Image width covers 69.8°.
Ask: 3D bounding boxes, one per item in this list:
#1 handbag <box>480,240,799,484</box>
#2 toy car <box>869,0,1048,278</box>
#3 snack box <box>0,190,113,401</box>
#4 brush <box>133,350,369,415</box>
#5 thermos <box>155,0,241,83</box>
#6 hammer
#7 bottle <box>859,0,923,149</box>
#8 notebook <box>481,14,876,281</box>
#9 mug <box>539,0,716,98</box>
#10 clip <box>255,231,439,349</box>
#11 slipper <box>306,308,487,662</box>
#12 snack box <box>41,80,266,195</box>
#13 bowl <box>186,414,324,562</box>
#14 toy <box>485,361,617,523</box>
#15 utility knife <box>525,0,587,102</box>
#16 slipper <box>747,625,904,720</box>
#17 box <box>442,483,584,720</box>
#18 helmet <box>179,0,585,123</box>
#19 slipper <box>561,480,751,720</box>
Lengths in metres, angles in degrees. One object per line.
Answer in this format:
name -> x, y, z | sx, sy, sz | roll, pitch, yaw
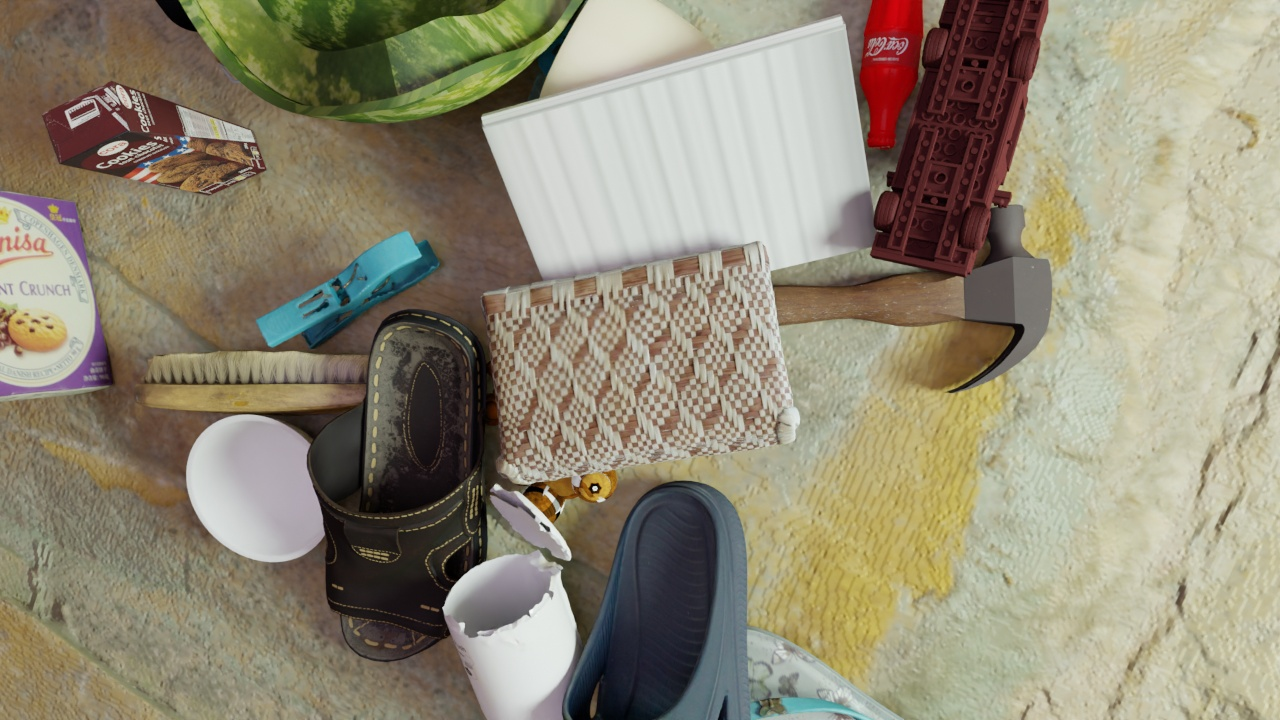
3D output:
handbag -> -0.003, 0.003, 0.563 | 0.186, 0.047, 0.124 | -9, 80, 8
toy car -> 0.191, -0.133, 0.549 | 0.070, 0.061, 0.170 | 16, 90, 25
snack box -> -0.449, -0.045, 0.635 | 0.041, 0.143, 0.148 | -11, 91, 12
brush -> -0.263, 0.016, 0.648 | 0.195, 0.059, 0.043 | -1, 83, 7
thermos -> -0.332, -0.294, 0.644 | 0.061, 0.061, 0.231 | -38, 86, 9
hammer -> 0.094, -0.034, 0.598 | 0.323, 0.033, 0.115 | -2, 89, 11
bottle -> 0.157, -0.193, 0.575 | 0.036, 0.036, 0.119 | 6, 94, 9
notebook -> 0.027, -0.107, 0.550 | 0.210, 0.009, 0.143 | -12, 124, 10
mug -> -0.004, -0.160, 0.575 | 0.100, 0.096, 0.120 | 31, 97, -4
clip -> -0.196, -0.047, 0.650 | 0.127, 0.113, 0.028 | -32, 87, 16
slipper -> -0.159, 0.097, 0.606 | 0.113, 0.075, 0.268 | 15, 111, 6
snack box -> -0.314, -0.143, 0.608 | 0.051, 0.140, 0.032 | -20, 89, 10
bowl -> -0.263, 0.085, 0.658 | 0.110, 0.040, 0.110 | 2, 105, 9
toy -> -0.065, 0.046, 0.613 | 0.087, 0.067, 0.112 | -28, 101, 24
utility knife -> -0.040, -0.236, 0.620 | 0.031, 0.015, 0.205 | 27, 98, 12
slipper -> 0.121, 0.252, 0.597 | 0.269, 0.054, 0.098 | 24, 94, 7
box -> -0.082, 0.157, 0.591 | 0.092, 0.083, 0.166 | -29, 122, -23
helmet -> -0.135, -0.257, 0.525 | 0.244, 0.246, 0.213 | 6, 129, 43
slipper -> 0.009, 0.207, 0.568 | 0.111, 0.083, 0.268 | -1, 78, 32
